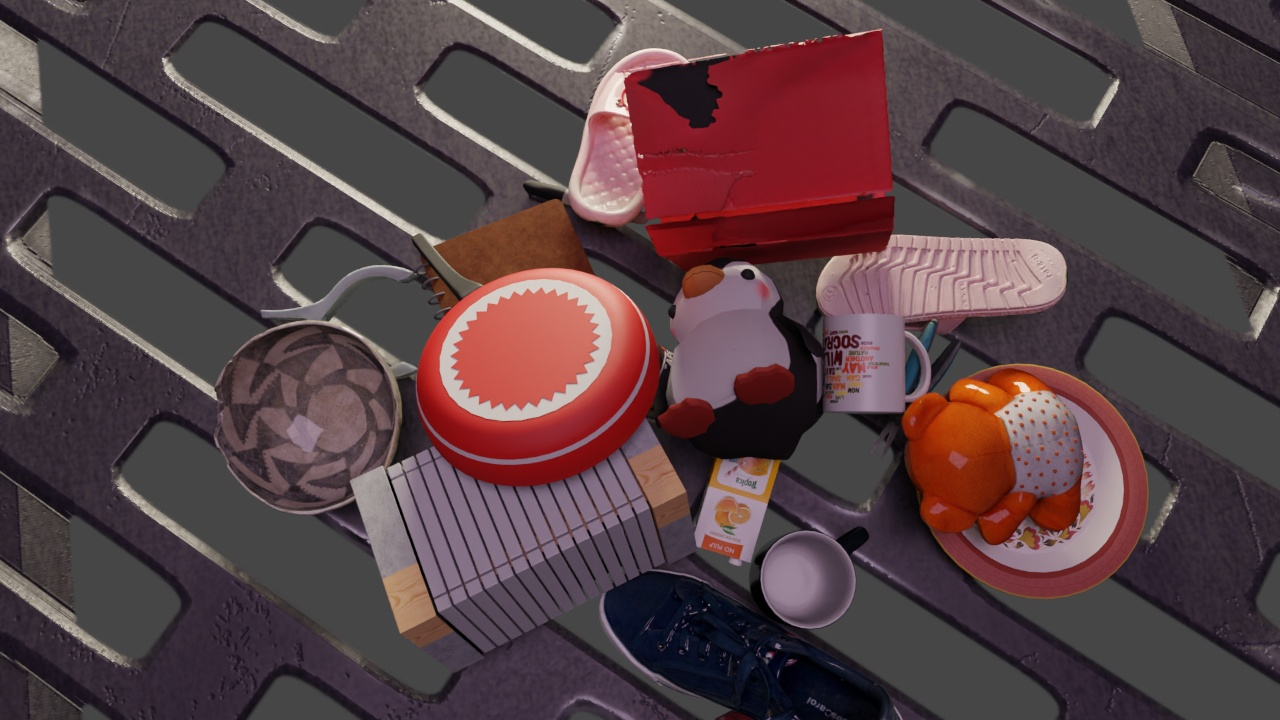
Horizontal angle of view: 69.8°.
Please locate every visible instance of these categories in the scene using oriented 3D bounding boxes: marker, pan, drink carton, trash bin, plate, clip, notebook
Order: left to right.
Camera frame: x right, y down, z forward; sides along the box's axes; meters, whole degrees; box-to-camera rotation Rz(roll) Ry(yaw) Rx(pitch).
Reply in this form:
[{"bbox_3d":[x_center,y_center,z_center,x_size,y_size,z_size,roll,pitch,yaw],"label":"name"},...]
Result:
[{"bbox_3d":[-0.291,-0.064,0.922,0.174,0.030,0.158,14,86,2],"label":"clip"},{"bbox_3d":[-0.131,-0.036,0.818,0.208,0.067,0.356,-35,54,-14],"label":"pan"},{"bbox_3d":[-0.116,-0.037,0.933,0.167,0.024,0.225,-23,78,-8],"label":"notebook"},{"bbox_3d":[-0.096,0.139,0.810,0.246,0.143,0.142,-25,60,-7],"label":"trash bin"},{"bbox_3d":[-0.058,-0.165,0.971,0.138,0.016,0.022,17,108,2],"label":"marker"},{"bbox_3d":[0.091,0.129,0.875,0.058,0.040,0.122,16,91,3],"label":"drink carton"},{"bbox_3d":[0.382,0.117,0.906,0.230,0.021,0.229,0,76,-1],"label":"plate"}]

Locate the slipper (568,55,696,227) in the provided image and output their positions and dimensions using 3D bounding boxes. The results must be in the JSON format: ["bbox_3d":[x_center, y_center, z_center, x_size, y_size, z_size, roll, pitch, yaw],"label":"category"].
[{"bbox_3d":[-0.012,-0.239,0.963,0.107,0.056,0.221,20,71,4],"label":"slipper"}]

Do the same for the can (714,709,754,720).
[{"bbox_3d":[0.125,0.331,0.828,0.114,0.063,0.063,-25,78,-7],"label":"can"}]

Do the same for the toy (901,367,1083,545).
[{"bbox_3d":[0.324,0.090,0.859,0.172,0.093,0.163,-7,79,-16],"label":"toy"}]

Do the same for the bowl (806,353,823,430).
[{"bbox_3d":[0.132,0.016,0.903,0.120,0.066,0.120,0,76,-1],"label":"bowl"}]

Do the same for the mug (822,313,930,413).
[{"bbox_3d":[0.225,0.005,0.868,0.105,0.073,0.089,2,86,-12],"label":"mug"}]

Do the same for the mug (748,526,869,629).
[{"bbox_3d":[0.160,0.191,0.846,0.121,0.094,0.085,-34,80,-9],"label":"mug"}]

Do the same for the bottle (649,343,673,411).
[{"bbox_3d":[-0.005,0.005,0.875,0.166,0.060,0.059,30,76,-20],"label":"bottle"}]

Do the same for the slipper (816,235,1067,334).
[{"bbox_3d":[0.300,-0.076,0.931,0.239,0.064,0.094,-2,72,12],"label":"slipper"}]

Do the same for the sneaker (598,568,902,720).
[{"bbox_3d":[0.081,0.251,0.780,0.295,0.127,0.120,21,59,28],"label":"sneaker"}]

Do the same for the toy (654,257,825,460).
[{"bbox_3d":[0.088,-0.008,0.831,0.159,0.140,0.183,-26,47,23],"label":"toy"}]

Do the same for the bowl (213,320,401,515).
[{"bbox_3d":[-0.303,0.053,0.874,0.178,0.081,0.178,0,89,6],"label":"bowl"}]

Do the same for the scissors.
[{"bbox_3d":[0.271,0.024,0.910,0.122,0.019,0.149,-17,117,-26],"label":"scissors"}]

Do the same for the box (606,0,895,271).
[{"bbox_3d":[0.110,-0.156,0.800,0.211,0.318,0.121,-5,64,13],"label":"box"}]
